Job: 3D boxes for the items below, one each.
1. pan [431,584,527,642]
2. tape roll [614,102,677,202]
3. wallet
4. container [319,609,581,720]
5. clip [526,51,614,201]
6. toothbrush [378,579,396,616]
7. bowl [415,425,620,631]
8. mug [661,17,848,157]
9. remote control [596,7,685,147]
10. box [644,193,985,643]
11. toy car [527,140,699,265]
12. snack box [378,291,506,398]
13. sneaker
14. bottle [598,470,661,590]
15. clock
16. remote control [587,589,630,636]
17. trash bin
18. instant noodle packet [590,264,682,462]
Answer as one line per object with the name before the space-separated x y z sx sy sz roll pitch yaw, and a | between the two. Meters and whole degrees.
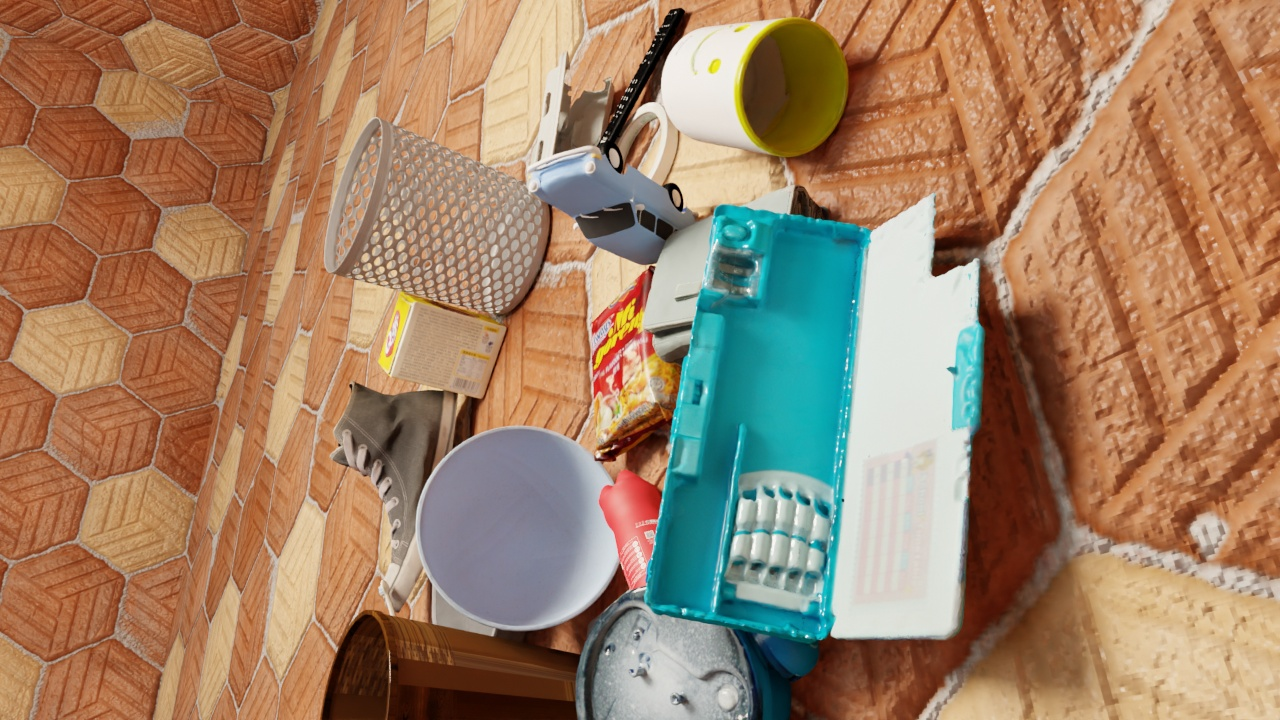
pan | -0.174 0.239 0.852 0.358 0.041 0.178 -51 40 42
tape roll | 0.000 -0.175 0.787 0.093 0.013 0.093 -33 50 48
wallet | 0.062 -0.051 0.599 0.132 0.054 0.100 -14 66 50
container | -0.116 0.247 0.628 0.132 0.167 0.132 -32 50 48
clip | -0.063 -0.201 0.875 0.152 0.104 0.126 100 180 -78
toothbrush | -0.212 0.283 0.839 0.024 0.022 0.185 -48 55 33
bowl | -0.092 0.131 0.683 0.075 0.150 0.150 122 151 -60
mug | 0.072 -0.181 0.607 0.106 0.082 0.082 33 105 59
remote control | -0.002 -0.244 0.807 0.140 0.009 0.030 -60 22 8
box | 0.095 0.024 0.466 0.172 0.084 0.226 -3 65 34
toy car | -0.015 -0.107 0.646 0.056 0.153 0.054 -11 75 30
snack box | -0.208 -0.016 0.959 0.061 0.105 0.083 29 101 58
sneaker | -0.262 0.135 0.944 0.095 0.120 0.234 136 142 -71
bottle | 0.008 0.131 0.603 0.042 0.042 0.141 -57 35 25
clock | 0.034 0.167 0.504 0.117 0.060 0.161 28 94 38
remote control | -0.001 0.228 0.596 0.074 0.019 0.150 -48 39 36
trash bin | -0.204 -0.137 0.932 0.157 0.183 0.156 -32 50 48
instant noodle packet | -0.004 0.004 0.688 0.099 0.039 0.135 -43 41 47
